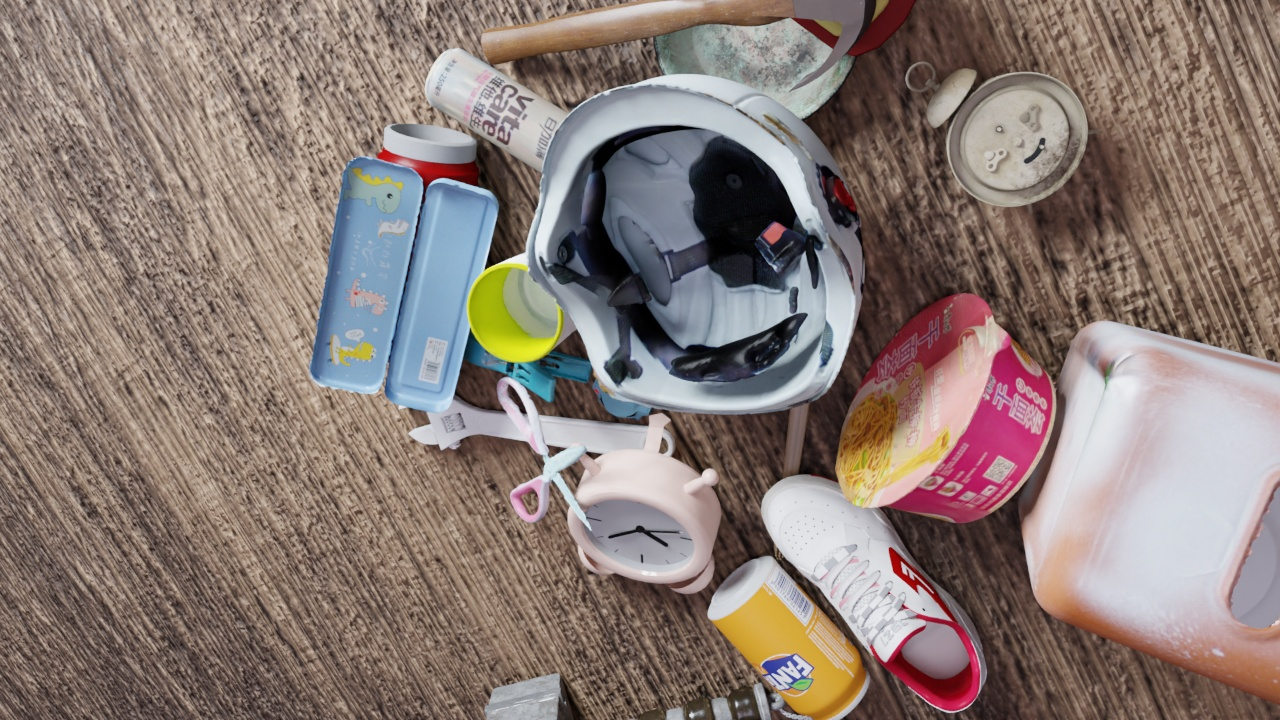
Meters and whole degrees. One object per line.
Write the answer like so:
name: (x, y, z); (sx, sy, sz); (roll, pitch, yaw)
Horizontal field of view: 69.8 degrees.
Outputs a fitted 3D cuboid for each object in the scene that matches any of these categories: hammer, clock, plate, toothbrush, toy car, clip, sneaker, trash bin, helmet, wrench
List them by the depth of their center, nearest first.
trash bin: (0.350, 0.078, 0.599); (0.157, 0.259, 0.182); (18, 103, 16)
clock: (0.253, -0.173, 0.667); (0.141, 0.054, 0.093); (32, 113, -4)
hammer: (0.012, -0.248, 0.668); (0.324, 0.033, 0.115); (4, 126, 34)
helmet: (0.053, -0.097, 0.679); (0.237, 0.163, 0.264); (-9, 120, 31)
plate: (0.436, 0.158, 0.740); (0.189, 0.016, 0.189); (5, 108, 15)
sneaker: (0.197, 0.198, 0.767); (0.090, 0.104, 0.236); (-42, 93, 13)
toothbrush: (0.133, 0.101, 0.811); (0.016, 0.016, 0.167); (8, 109, 12)
toy car: (-0.005, 0.005, 0.812); (0.060, 0.027, 0.108); (25, 112, 7)
clock: (0.007, 0.135, 0.825); (0.131, 0.086, 0.161); (10, 127, 13)
clip: (-0.105, -0.004, 0.835); (0.120, 0.103, 0.027); (20, 108, 16)
wrench: (-0.101, 0.064, 0.866); (0.273, 0.018, 0.066); (6, 108, 13)
hammer: (0.006, 0.356, 0.878); (0.326, 0.176, 0.079); (-14, 103, 1)

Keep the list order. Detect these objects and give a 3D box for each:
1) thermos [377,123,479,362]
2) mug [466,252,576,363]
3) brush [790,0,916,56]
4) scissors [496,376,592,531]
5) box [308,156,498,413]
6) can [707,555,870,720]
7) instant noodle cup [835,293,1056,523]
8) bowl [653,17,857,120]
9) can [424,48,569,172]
thermos: (-0.200, -0.104, 0.811); (0.108, 0.083, 0.199); (32, 120, 40)
mug: (-0.087, -0.052, 0.776); (0.083, 0.106, 0.083); (5, 109, 15)
brush: (0.112, -0.285, 0.633); (0.173, 0.041, 0.082); (37, 113, 2)
scissors: (-0.091, 0.082, 0.813); (0.171, 0.013, 0.173); (-37, 71, 57)
box: (-0.199, -0.059, 0.767); (0.125, 0.020, 0.209); (15, 113, -8)
can: (0.133, 0.250, 0.823); (0.079, 0.079, 0.142); (-42, 93, 23)
instant noodle cup: (0.232, 0.045, 0.690); (0.077, 0.178, 0.179); (27, 113, -11)
bowl: (0.090, -0.254, 0.695); (0.157, 0.038, 0.157); (5, 108, 15)
can: (-0.110, -0.204, 0.762); (0.135, 0.054, 0.054); (32, 113, 5)
